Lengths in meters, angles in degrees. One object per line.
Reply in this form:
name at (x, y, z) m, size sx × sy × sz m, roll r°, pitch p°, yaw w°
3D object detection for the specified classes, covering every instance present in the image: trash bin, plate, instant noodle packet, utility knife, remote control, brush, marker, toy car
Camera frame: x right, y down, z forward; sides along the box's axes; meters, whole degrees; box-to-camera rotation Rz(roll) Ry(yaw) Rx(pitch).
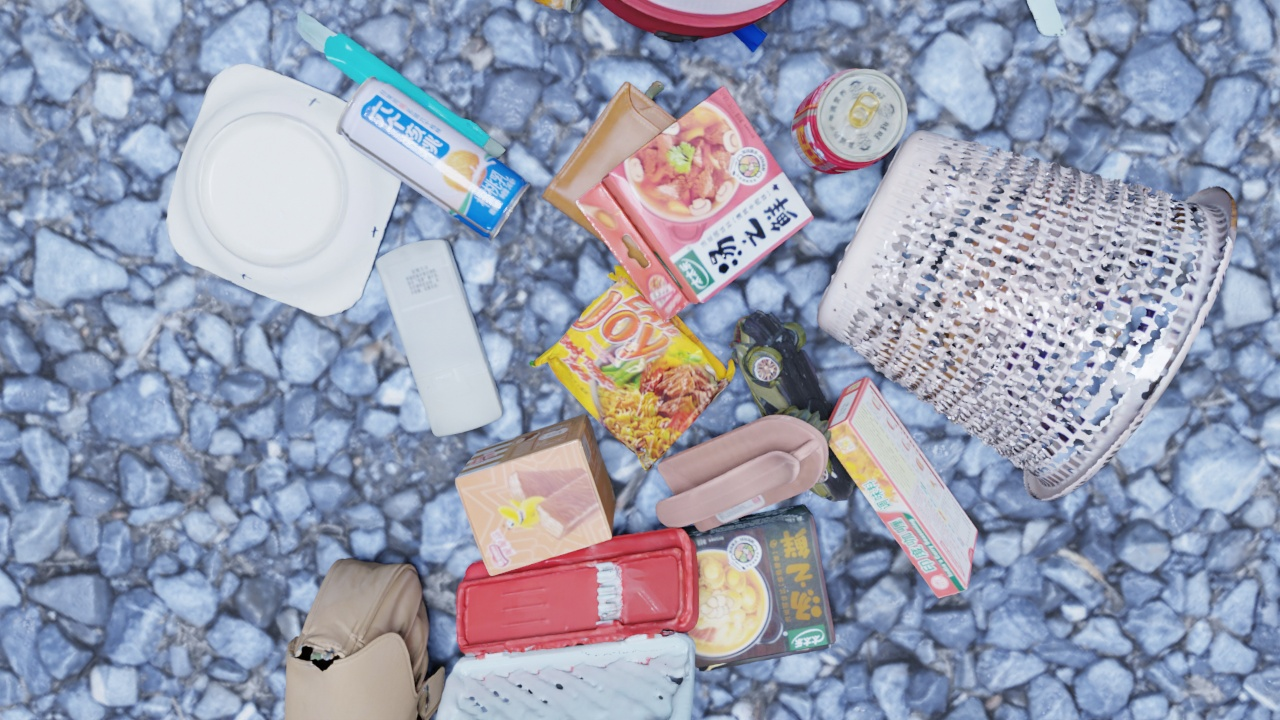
trash bin at (0.235, -0.049, 0.617) m, size 0.192 × 0.227 × 0.227 m, roll 27°, pitch 98°, yaw 9°
plate at (-0.272, -0.128, 0.689) m, size 0.164 × 0.034 × 0.164 m, roll 21°, pitch 98°, yaw -1°
instant noodle packet at (-0.004, 0.004, 0.700) m, size 0.128 × 0.044 × 0.111 m, roll 44°, pitch 92°, yaw -5°
utility knife at (-0.180, -0.201, 0.685) m, size 0.178 × 0.013 × 0.029 m, roll 35°, pitch 105°, yaw -8°
remote control at (-0.154, -0.018, 0.709) m, size 0.058 × 0.021 × 0.150 m, roll -16°, pitch 98°, yaw 3°
brush at (0.073, 0.080, 0.653) m, size 0.146 × 0.072 × 0.063 m, roll -30°, pitch 93°, yaw 45°
marker at (0.033, -0.280, 0.671) m, size 0.146 × 0.017 × 0.017 m, roll 40°, pitch 97°, yaw -5°
utility knife at (0.261, -0.329, 0.661) m, size 0.034 × 0.018 × 0.208 m, roll -26°, pitch 98°, yaw 4°
toy car at (0.117, 0.036, 0.689) m, size 0.042 × 0.070 × 0.158 m, roll -24°, pitch 97°, yaw 33°

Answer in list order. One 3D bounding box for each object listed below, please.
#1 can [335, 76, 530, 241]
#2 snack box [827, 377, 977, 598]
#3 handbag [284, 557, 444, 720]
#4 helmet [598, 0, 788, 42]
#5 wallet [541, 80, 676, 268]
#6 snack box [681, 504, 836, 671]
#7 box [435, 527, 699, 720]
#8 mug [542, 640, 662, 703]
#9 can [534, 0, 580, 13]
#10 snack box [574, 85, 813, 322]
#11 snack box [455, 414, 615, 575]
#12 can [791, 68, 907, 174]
can at (-0.150, -0.146, 0.667) m, size 0.134 × 0.053 × 0.053 m, roll 34°, pitch 97°, yaw -10°
snack box at (0.198, 0.094, 0.691) m, size 0.027 × 0.076 × 0.156 m, roll -32°, pitch 97°, yaw 34°
handbag at (-0.206, 0.257, 0.685) m, size 0.100 × 0.147 × 0.204 m, roll 6°, pitch 102°, yaw 2°
helmet at (0.036, -0.308, 0.596) m, size 0.207 × 0.144 × 0.240 m, roll 30°, pitch 85°, yaw -8°
wallet at (0.013, -0.132, 0.687) m, size 0.130 × 0.035 × 0.119 m, roll 36°, pitch 100°, yaw -7°
snack box at (0.089, 0.187, 0.725) m, size 0.113 × 0.053 × 0.125 m, roll -12°, pitch 93°, yaw 2°
box at (-0.053, 0.205, 0.661) m, size 0.201 × 0.160 × 0.050 m, roll -14°, pitch 141°, yaw 23°
mug at (-0.021, 0.267, 0.704) m, size 0.124 × 0.083 × 0.103 m, roll -18°, pitch 98°, yaw 48°
can at (-0.107, -0.300, 0.649) m, size 0.146 × 0.058 × 0.058 m, roll 22°, pitch 98°, yaw -3°
snack box at (0.038, -0.107, 0.650) m, size 0.127 × 0.044 × 0.113 m, roll -38°, pitch 101°, yaw -3°
snack box at (-0.075, 0.098, 0.688) m, size 0.094 × 0.092 × 0.077 m, roll -18°, pitch 98°, yaw 3°
can at (0.146, -0.167, 0.647) m, size 0.066 × 0.093 × 0.066 m, roll 0°, pitch 98°, yaw 1°
